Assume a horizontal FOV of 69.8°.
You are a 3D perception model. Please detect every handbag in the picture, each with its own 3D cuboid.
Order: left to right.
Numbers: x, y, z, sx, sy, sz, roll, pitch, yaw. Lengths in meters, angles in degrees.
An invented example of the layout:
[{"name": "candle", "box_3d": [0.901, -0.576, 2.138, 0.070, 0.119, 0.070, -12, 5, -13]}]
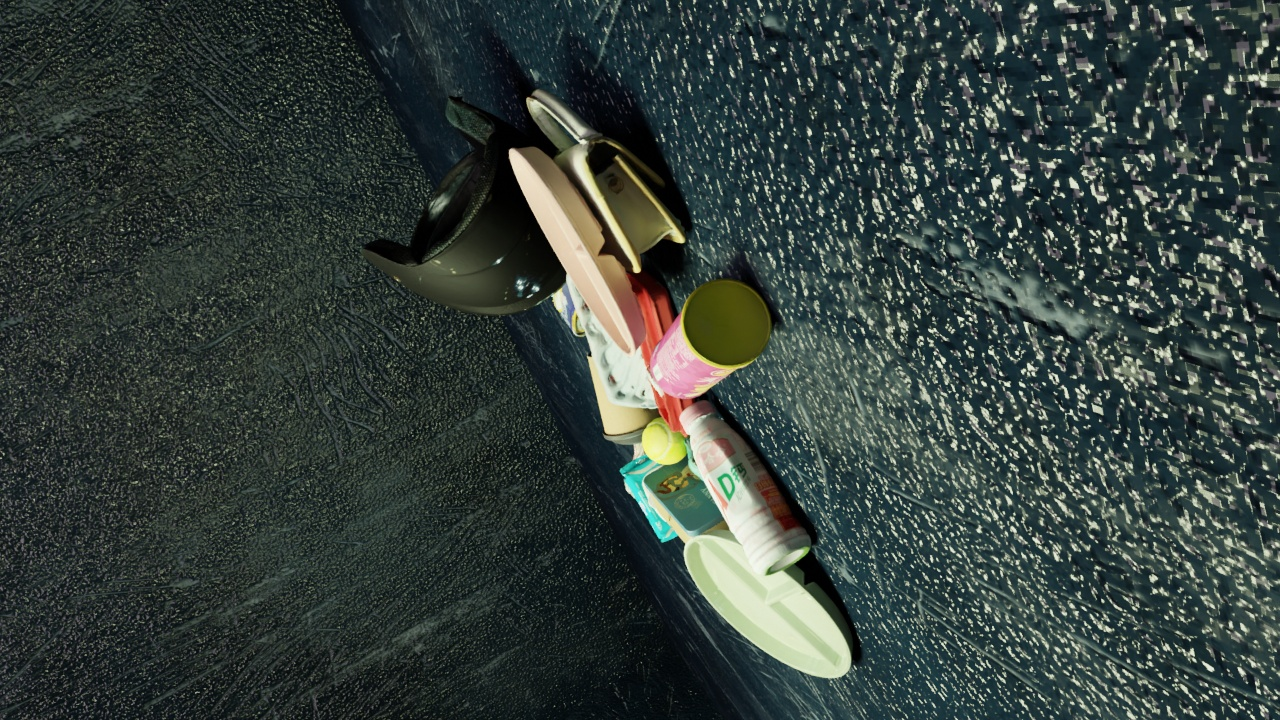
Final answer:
[{"name": "handbag", "box_3d": [-0.038, -0.171, 0.829, 0.179, 0.063, 0.163, 58, 172, -16]}]

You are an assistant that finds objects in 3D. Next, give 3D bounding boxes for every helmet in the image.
[{"name": "helmet", "box_3d": [-0.193, -0.169, 1.129, 0.230, 0.233, 0.275, 32, 177, -20]}]

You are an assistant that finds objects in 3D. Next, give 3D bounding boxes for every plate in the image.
[{"name": "plate", "box_3d": [-0.057, -0.107, 0.888, 0.229, 0.028, 0.230, 57, 173, 11]}, {"name": "plate", "box_3d": [0.149, 0.280, 1.069, 0.230, 0.027, 0.231, 34, 150, 22]}]

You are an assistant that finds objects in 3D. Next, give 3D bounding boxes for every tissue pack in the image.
[{"name": "tissue pack", "box_3d": [0.040, 0.197, 1.377, 0.133, 0.093, 0.050, 58, 174, 11]}]

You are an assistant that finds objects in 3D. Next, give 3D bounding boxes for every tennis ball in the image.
[{"name": "tennis ball", "box_3d": [0.035, 0.108, 1.237, 0.065, 0.065, 0.065, 57, 169, 17]}]

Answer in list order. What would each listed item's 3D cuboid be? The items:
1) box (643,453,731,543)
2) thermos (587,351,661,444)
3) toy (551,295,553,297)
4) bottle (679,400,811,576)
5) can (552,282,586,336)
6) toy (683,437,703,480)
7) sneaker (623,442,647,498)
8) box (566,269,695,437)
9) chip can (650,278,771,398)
[{"name": "box", "box_3d": [0.077, 0.194, 1.212, 0.063, 0.089, 0.184, 65, 166, -24]}, {"name": "thermos", "box_3d": [-0.025, 0.049, 1.327, 0.093, 0.093, 0.143, -151, 42, -71]}, {"name": "toy", "box_3d": [-0.133, -0.148, 1.382, 0.156, 0.049, 0.161, 92, 162, -45]}, {"name": "bottle", "box_3d": [0.104, 0.131, 0.982, 0.197, 0.068, 0.068, 58, 170, 27]}, {"name": "can", "box_3d": [-0.073, -0.081, 1.224, 0.049, 0.074, 0.148, 56, 168, 12]}, {"name": "toy", "box_3d": [0.082, 0.140, 1.167, 0.096, 0.030, 0.092, 54, -175, 6]}, {"name": "sneaker", "box_3d": [0.016, 0.191, 1.487, 0.118, 0.087, 0.241, 48, 162, 50]}, {"name": "box", "box_3d": [-0.002, -0.015, 1.058, 0.160, 0.063, 0.201, 21, 138, 44]}, {"name": "chip can", "box_3d": [0.056, -0.013, 0.811, 0.071, 0.071, 0.211, 60, 170, 5]}]
